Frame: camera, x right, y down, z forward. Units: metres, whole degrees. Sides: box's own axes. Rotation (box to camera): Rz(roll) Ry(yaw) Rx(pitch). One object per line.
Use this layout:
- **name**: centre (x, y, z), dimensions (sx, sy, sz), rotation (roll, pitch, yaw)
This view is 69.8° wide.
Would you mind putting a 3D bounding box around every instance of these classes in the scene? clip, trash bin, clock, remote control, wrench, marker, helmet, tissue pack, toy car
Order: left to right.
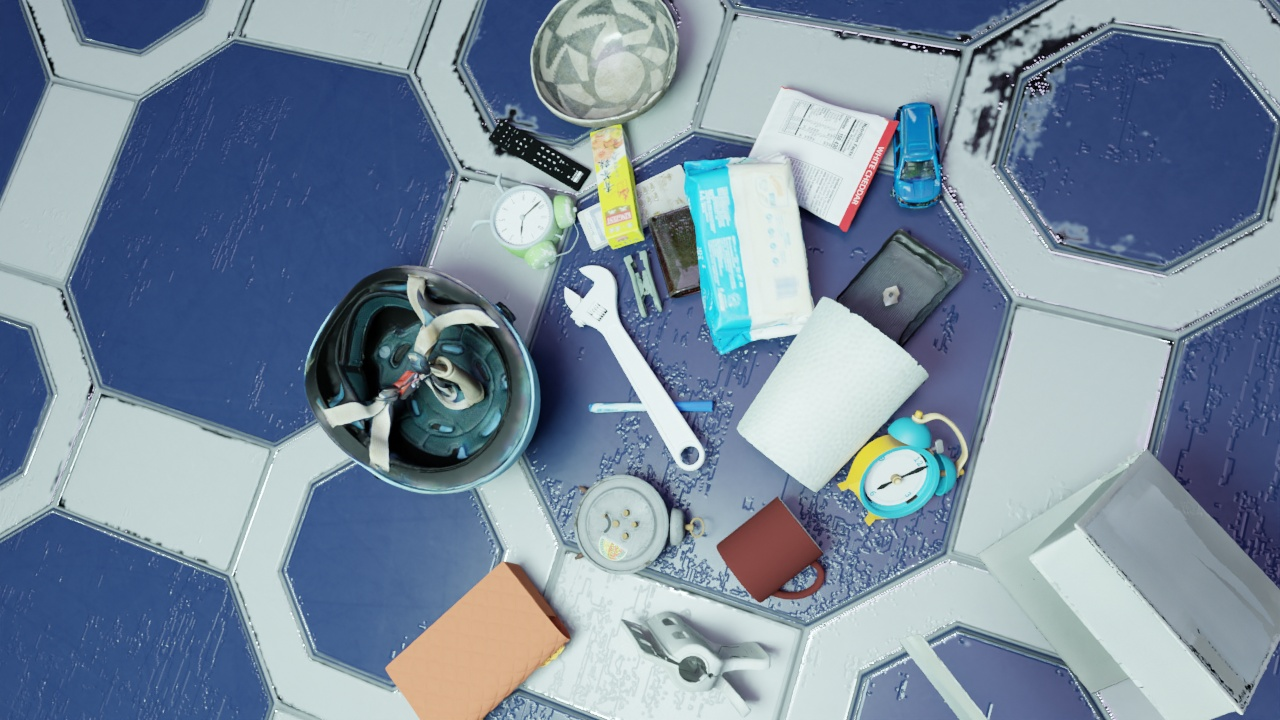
- **helmet**: centre (-0.216, 0.027, 1.001), dimensions (0.265, 0.167, 0.225), rotation (38, 91, 19)
- **clock**: centre (-0.128, -0.161, 1.085), dimensions (0.119, 0.042, 0.094), rotation (26, 87, 17)
- **remote control**: centre (-0.124, -0.251, 1.119), dimensions (0.140, 0.009, 0.030), rotation (32, 87, 17)
- **wrench**: centre (-0.006, 0.006, 1.028), dimensions (0.066, 0.018, 0.273), rotation (-33, 70, 4)
- **remote control**: centre (-0.005, -0.179, 1.077), dimensions (0.136, 0.011, 0.050), rotation (-24, 75, 7)
- **clock**: centre (-0.003, 0.176, 0.982), dimensions (0.148, 0.056, 0.104), rotation (0, 79, 15)
- **clip**: centre (0.004, -0.087, 1.051), dimensions (0.045, 0.023, 0.076), rotation (-19, 73, 10)
- **marker**: centre (0.011, 0.052, 1.027), dimensions (0.142, 0.013, 0.013), rotation (-2, 78, 13)
- **clip**: centre (0.054, 0.296, 0.919), dimensions (0.144, 0.125, 0.075), rotation (22, 88, -9)
- **tissue pack**: centre (0.117, -0.117, 0.985), dimensions (0.117, 0.066, 0.209), rotation (-9, 87, -2)
- **trash bin**: centre (0.188, 0.039, 0.933), dimensions (0.133, 0.133, 0.161), rotation (39, 94, 17)
- **clock**: centre (0.267, 0.108, 0.923), dimensions (0.130, 0.043, 0.099), rotation (-37, 115, 8)
- **toy car**: centre (0.300, -0.225, 1.001), dimensions (0.056, 0.043, 0.120), rotation (-1, 79, 12)

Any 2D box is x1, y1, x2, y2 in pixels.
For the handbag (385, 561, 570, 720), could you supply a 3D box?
- **handbag**: centre (-0.170, 0.317, 0.988), dimensions (0.172, 0.060, 0.109), rotation (-42, 68, -1)

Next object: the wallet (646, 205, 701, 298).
- **wallet**: centre (0.077, -0.132, 1.042), dimensions (0.120, 0.031, 0.099), rotation (-17, 78, 6)

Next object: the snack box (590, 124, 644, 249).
- **snack box**: centre (-0.028, -0.203, 1.066), dimensions (0.040, 0.029, 0.147), rotation (-14, 67, 12)

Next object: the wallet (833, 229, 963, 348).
- **wallet**: centre (0.273, -0.074, 0.981), dimensions (0.089, 0.026, 0.115), rotation (41, 80, 18)

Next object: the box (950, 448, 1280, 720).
- **box**: centre (0.407, 0.219, 0.840), dimensions (0.171, 0.381, 0.167), rotation (-33, 73, -13)

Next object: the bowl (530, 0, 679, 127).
- **bowl**: centre (-0.035, -0.346, 1.081), dimensions (0.178, 0.081, 0.178), rotation (-3, 77, 13)

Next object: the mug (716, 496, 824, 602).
- **mug**: centre (0.142, 0.206, 0.942), dimensions (0.082, 0.073, 0.105), rotation (-39, 103, 3)

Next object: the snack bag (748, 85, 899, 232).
- **snack bag**: centre (0.192, -0.229, 1.024), dimensions (0.144, 0.039, 0.131), rotation (26, 93, 25)
